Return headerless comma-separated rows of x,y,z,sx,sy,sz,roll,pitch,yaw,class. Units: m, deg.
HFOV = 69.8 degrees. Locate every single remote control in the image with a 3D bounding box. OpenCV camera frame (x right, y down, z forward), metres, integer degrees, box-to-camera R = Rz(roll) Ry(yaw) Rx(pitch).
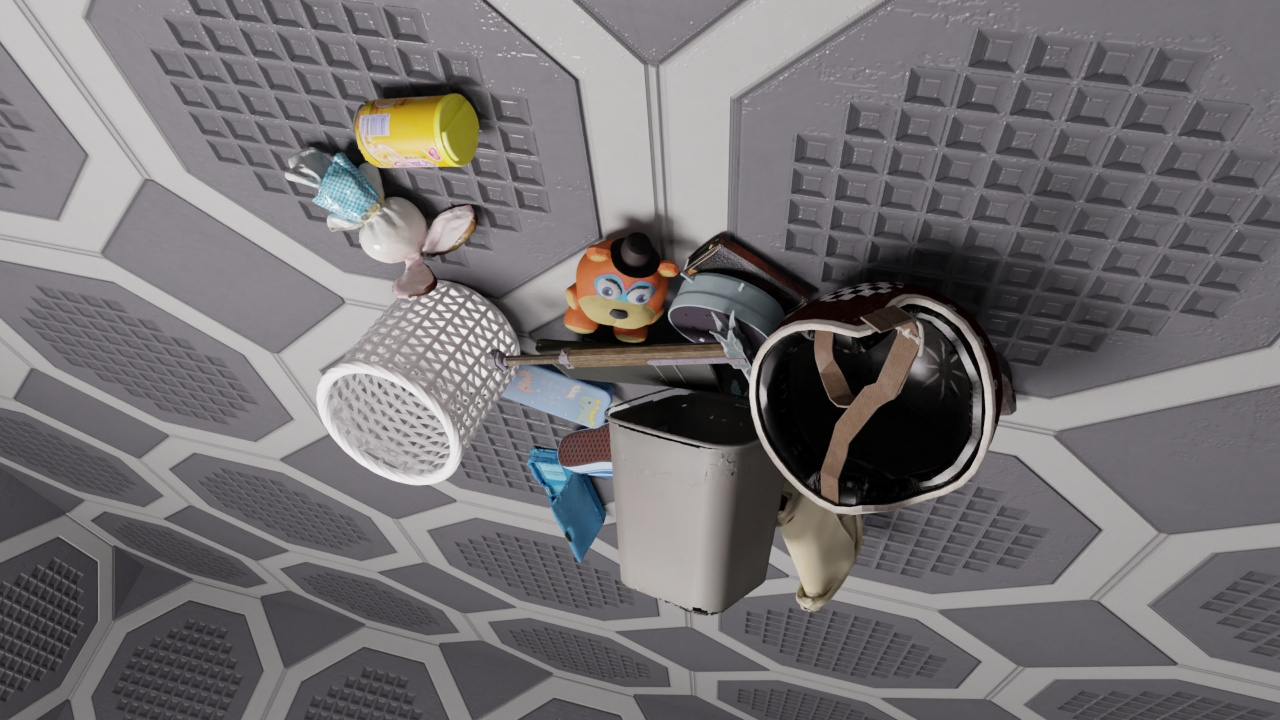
-0.058,-0.017,1.192,0.046,0.009,0.125,20,149,-3,remote control

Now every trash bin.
0.072,0.168,1.130,0.198,0.196,0.220,12,107,35,trash bin

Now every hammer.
-0.030,-0.002,1.027,0.317,0.028,0.147,-2,154,22,hammer
0.270,0.029,1.067,0.301,0.028,0.111,-4,142,26,hammer

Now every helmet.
0.227,0.028,0.894,0.234,0.252,0.233,17,118,52,helmet

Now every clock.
0.099,-0.041,1.007,0.123,0.045,0.159,13,161,29,clock

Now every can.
-0.216,-0.221,0.889,0.105,0.067,0.068,4,147,22,can

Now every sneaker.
-0.006,0.131,1.352,0.242,0.083,0.098,-10,158,41,sneaker

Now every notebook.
-0.007,0.007,1.130,0.209,0.029,0.169,7,169,13,notebook

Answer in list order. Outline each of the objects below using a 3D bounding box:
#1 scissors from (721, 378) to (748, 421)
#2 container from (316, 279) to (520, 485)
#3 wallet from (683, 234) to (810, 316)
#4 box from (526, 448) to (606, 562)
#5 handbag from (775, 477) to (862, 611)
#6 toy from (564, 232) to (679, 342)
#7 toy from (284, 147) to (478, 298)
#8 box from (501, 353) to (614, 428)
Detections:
0.151,0.076,1.236,0.108,0.016,0.180,18,146,2,scissors
-0.271,0.025,1.150,0.189,0.186,0.190,12,131,14,container
0.114,-0.086,0.984,0.123,0.019,0.072,29,152,-18,wallet
-0.132,0.252,1.562,0.094,0.109,0.232,7,148,15,box
0.257,0.228,1.278,0.132,0.183,0.229,-7,126,30,handbag
-0.023,-0.081,1.002,0.112,0.096,0.176,11,140,-8,toy
-0.301,-0.156,1.016,0.205,0.130,0.106,33,162,-13,toy
-0.142,0.037,1.271,0.210,0.063,0.069,18,146,-2,box
